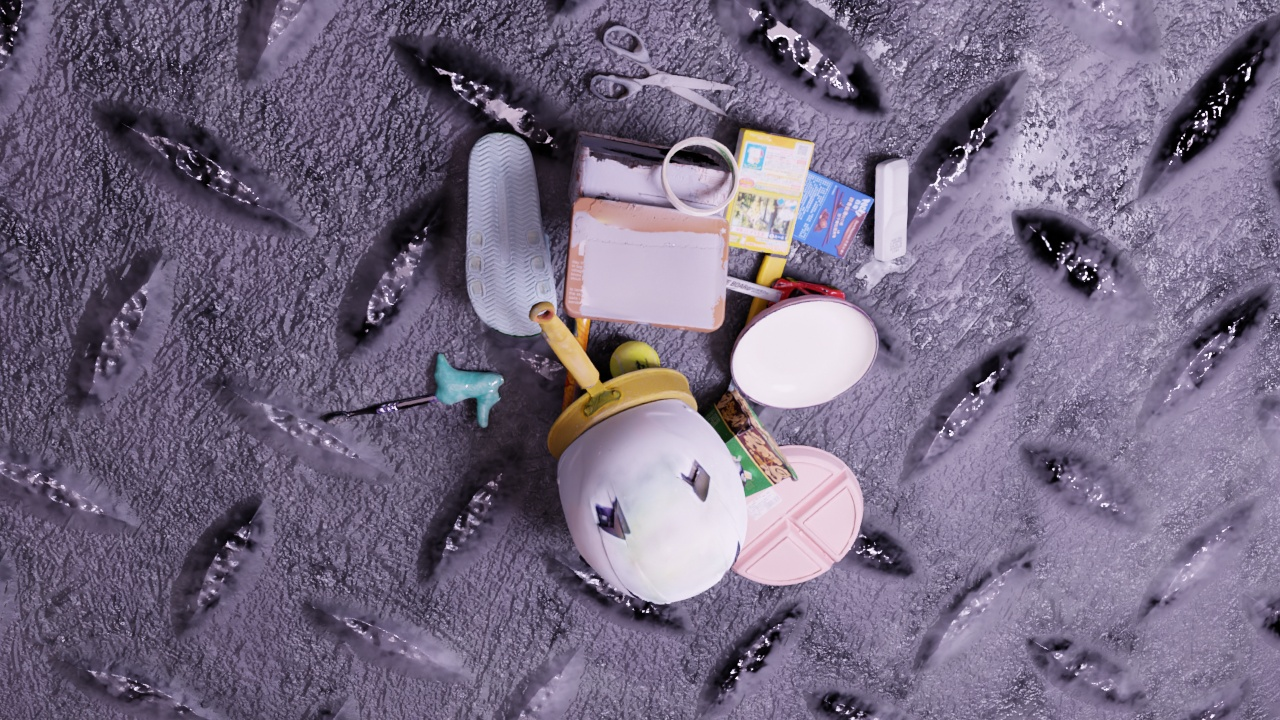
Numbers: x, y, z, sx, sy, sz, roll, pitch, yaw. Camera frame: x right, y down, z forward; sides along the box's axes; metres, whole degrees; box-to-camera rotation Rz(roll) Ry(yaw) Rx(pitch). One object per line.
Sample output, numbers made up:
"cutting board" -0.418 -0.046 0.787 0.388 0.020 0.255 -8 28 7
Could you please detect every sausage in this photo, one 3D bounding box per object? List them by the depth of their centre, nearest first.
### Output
"sausage" -0.085 0.007 1.202 0.021 0.021 0.165 6 110 -8

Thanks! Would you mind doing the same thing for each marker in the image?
"marker" 0.111 -0.100 1.164 0.145 0.017 0.017 17 109 3

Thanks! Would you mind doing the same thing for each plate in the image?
"plate" 0.209 -0.015 1.192 0.192 0.039 0.193 -3 133 -4
"plate" 0.211 0.229 1.318 0.229 0.028 0.230 -2 112 -4

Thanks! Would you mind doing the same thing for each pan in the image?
"pan" -0.049 0.039 1.106 0.198 0.078 0.357 -30 151 2

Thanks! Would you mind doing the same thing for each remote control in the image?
"remote control" 0.316 -0.189 1.153 0.048 0.024 0.125 -22 118 -35

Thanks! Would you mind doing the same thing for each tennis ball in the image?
"tennis ball" -0.007 0.007 1.186 0.065 0.065 0.065 -2 112 -5

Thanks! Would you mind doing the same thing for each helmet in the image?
"helmet" 0.027 0.186 1.082 0.229 0.146 0.259 -23 109 -2

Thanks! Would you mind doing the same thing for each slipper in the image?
"slipper" -0.160 -0.149 1.109 0.104 0.074 0.245 -5 96 -2

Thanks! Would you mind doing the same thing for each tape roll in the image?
"tape roll" 0.064 -0.200 0.996 0.085 0.014 0.085 1 84 -10

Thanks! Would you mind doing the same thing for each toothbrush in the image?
"toothbrush" -0.323 0.061 1.204 0.189 0.016 0.014 -12 107 -3

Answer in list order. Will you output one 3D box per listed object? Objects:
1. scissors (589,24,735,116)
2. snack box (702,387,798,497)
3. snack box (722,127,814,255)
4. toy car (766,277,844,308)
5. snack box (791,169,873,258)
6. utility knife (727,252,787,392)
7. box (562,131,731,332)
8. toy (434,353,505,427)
"scissors" 0.023 -0.336 1.082 0.164 0.014 0.164 -25 113 4
"snack box" 0.123 0.122 1.211 0.106 0.118 0.117 -36 116 7
"snack box" 0.150 -0.203 1.107 0.087 0.033 0.140 8 108 -8
"toy car" 0.214 -0.076 1.189 0.106 0.031 0.049 10 109 -17
"snack box" 0.203 -0.195 1.148 0.157 0.026 0.085 21 108 -13
"utility knife" 0.147 -0.047 1.205 0.033 0.015 0.224 7 111 -25
"box" 0.008 -0.161 1.036 0.179 0.268 0.136 7 142 -10
"toy" -0.223 0.040 1.195 0.092 0.030 0.096 2 99 -6
